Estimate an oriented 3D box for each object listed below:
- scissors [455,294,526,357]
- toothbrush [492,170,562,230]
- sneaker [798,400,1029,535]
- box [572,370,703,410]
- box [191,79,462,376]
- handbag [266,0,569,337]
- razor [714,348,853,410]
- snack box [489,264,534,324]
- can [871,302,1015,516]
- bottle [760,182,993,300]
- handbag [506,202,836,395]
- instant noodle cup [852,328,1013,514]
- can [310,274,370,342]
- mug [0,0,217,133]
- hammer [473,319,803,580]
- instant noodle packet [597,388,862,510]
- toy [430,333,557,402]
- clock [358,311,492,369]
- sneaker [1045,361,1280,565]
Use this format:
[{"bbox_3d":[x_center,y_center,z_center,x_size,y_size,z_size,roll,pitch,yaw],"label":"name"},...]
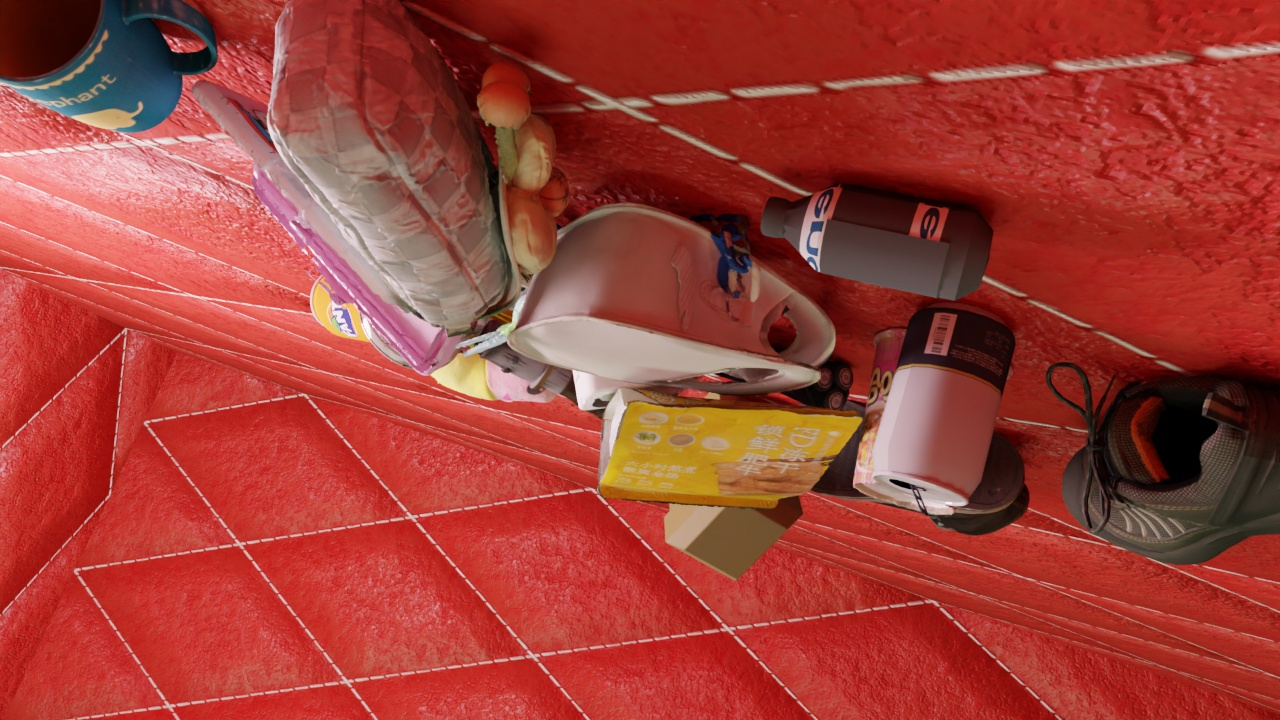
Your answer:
[{"bbox_3d":[-0.102,-0.021,0.773,0.078,0.032,0.176,17,160,-38],"label":"scissors"},{"bbox_3d":[-0.051,-0.090,0.659,0.016,0.018,0.182,2,161,40],"label":"toothbrush"},{"bbox_3d":[0.240,0.101,0.860,0.235,0.095,0.120,3,161,30],"label":"sneaker"},{"bbox_3d":[-0.003,0.014,0.772,0.102,0.076,0.107,-6,172,-10],"label":"box"},{"bbox_3d":[-0.191,-0.090,0.596,0.201,0.073,0.150,46,159,11],"label":"box"},{"bbox_3d":[-0.103,-0.104,0.466,0.123,0.112,0.171,-11,151,12],"label":"handbag"},{"bbox_3d":[0.105,0.007,0.768,0.143,0.047,0.052,16,162,28],"label":"razor"},{"bbox_3d":[-0.139,-0.075,0.725,0.185,0.031,0.101,22,160,-38],"label":"snack box"},{"bbox_3d":[0.184,0.032,0.563,0.064,0.127,0.064,18,167,4],"label":"can"},{"bbox_3d":[0.116,-0.062,0.458,0.112,0.047,0.047,15,167,19],"label":"bottle"},{"bbox_3d":[0.028,-0.030,0.615,0.199,0.093,0.201,20,166,-25],"label":"handbag"},{"bbox_3d":[0.198,0.046,0.643,0.098,0.108,0.098,18,167,4],"label":"instant noodle cup"},{"bbox_3d":[-0.275,-0.058,0.956,0.143,0.079,0.079,9,163,38],"label":"can"},{"bbox_3d":[-0.304,-0.181,0.529,0.112,0.084,0.104,-10,173,-2],"label":"mug"},{"bbox_3d":[-0.012,0.057,0.883,0.324,0.101,0.190,32,-156,-17],"label":"hammer"},{"bbox_3d":[0.058,0.058,0.708,0.163,0.084,0.222,6,164,-6],"label":"instant noodle packet"},{"bbox_3d":[-0.193,-0.005,1.039,0.238,0.087,0.190,11,159,22],"label":"toy"},{"bbox_3d":[-0.183,-0.051,0.857,0.156,0.103,0.061,-6,156,-45],"label":"clock"},{"bbox_3d":[0.310,0.066,0.576,0.143,0.101,0.238,16,163,-5],"label":"sneaker"}]
